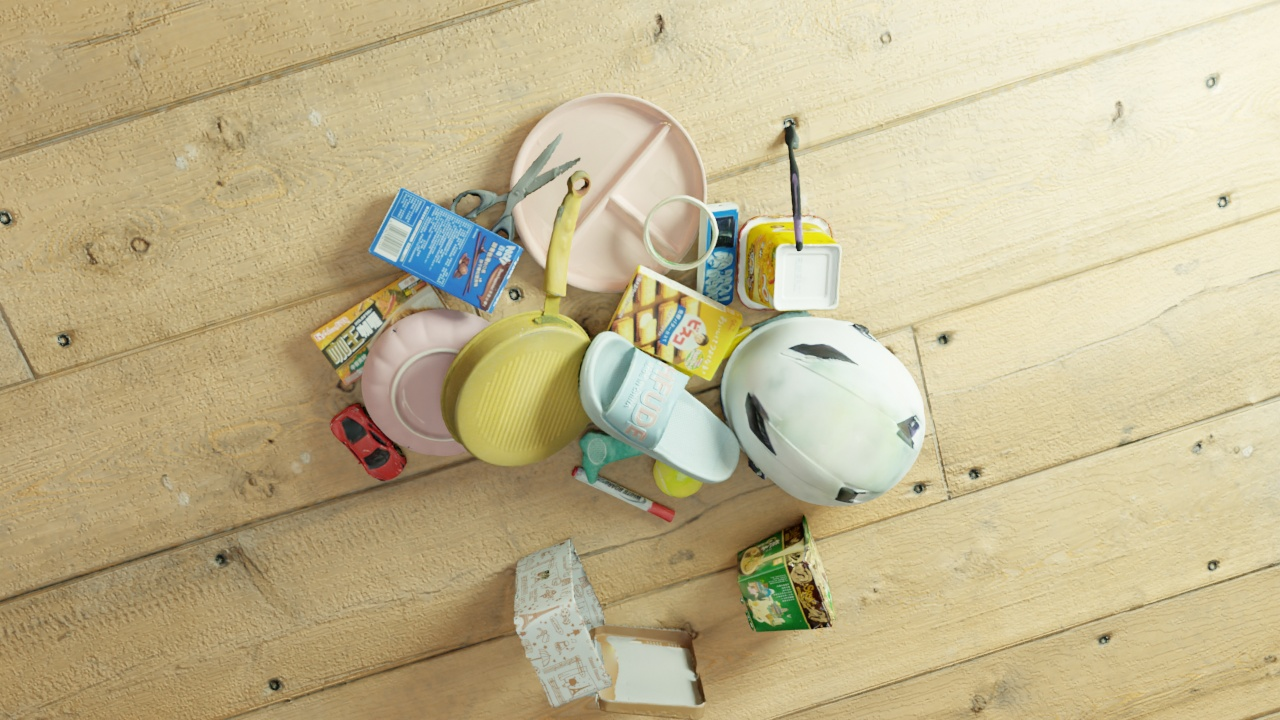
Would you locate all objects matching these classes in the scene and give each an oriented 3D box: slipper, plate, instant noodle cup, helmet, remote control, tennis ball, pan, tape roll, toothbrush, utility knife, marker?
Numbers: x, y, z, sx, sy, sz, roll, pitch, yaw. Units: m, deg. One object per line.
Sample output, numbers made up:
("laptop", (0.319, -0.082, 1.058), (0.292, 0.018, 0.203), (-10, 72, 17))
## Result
("slipper", (0.029, 0.063, 1.073), (0.245, 0.074, 0.103), (38, 67, -21))
("plate", (-0.037, -0.194, 1.075), (0.229, 0.028, 0.230), (-1, 106, -5))
("instant noodle cup", (0.178, -0.107, 1.069), (0.116, 0.123, 0.116), (-1, 105, -5))
("helmet", (0.230, 0.073, 1.106), (0.258, 0.146, 0.229), (38, 98, -17))
("remote control", (0.090, -0.125, 1.096), (0.049, 0.024, 0.125), (-12, 116, -33))
("tennis ball", (0.049, 0.140, 1.153), (0.065, 0.065, 0.065), (-1, 105, -5))
("pan", (-0.113, -0.040, 1.057), (0.197, 0.078, 0.358), (6, 117, -38))
("tape roll", (0.046, -0.148, 1.062), (0.086, 0.013, 0.086), (4, 111, 10))
("toothbrush", (0.176, -0.196, 1.039), (0.014, 0.188, 0.016), (-22, 141, 33))
("utility knife", (0.109, -0.017, 1.143), (0.223, 0.015, 0.033), (-24, 113, 1))
("marker", (-0.022, 0.172, 1.180), (0.145, 0.017, 0.017), (27, 101, -12))
("plate", (-0.234, 0.035, 1.094), (0.192, 0.039, 0.193), (-4, 114, -10))

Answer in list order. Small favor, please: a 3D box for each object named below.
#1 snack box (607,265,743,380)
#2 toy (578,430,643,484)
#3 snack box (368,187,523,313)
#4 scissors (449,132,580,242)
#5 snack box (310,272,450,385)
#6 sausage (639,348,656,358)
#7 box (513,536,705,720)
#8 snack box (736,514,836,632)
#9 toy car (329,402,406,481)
("snack box", (0.041, -0.044, 1.090), (0.140, 0.033, 0.087), (25, 111, -9))
("toy", (-0.033, 0.101, 1.155), (0.092, 0.030, 0.096), (-12, 98, -7))
("snack box", (-0.222, -0.125, 1.049), (0.157, 0.026, 0.084), (27, 91, 4))
("scissors", (-0.142, -0.184, 1.046), (0.164, 0.014, 0.164), (7, 110, 13))
("snack box", (-0.305, -0.042, 1.090), (0.154, 0.026, 0.075), (-31, 105, 3))
("sausage", (-0.007, 0.007, 1.134), (0.021, 0.021, 0.165), (42, 97, -14))
("box", (-0.049, 0.351, 1.142), (0.269, 0.179, 0.136), (37, 98, -12))
("snack box", (0.184, 0.285, 1.191), (0.106, 0.117, 0.118), (-17, 103, 11))
("toy car", (-0.333, 0.103, 1.125), (0.049, 0.031, 0.106), (-34, 108, 5))
